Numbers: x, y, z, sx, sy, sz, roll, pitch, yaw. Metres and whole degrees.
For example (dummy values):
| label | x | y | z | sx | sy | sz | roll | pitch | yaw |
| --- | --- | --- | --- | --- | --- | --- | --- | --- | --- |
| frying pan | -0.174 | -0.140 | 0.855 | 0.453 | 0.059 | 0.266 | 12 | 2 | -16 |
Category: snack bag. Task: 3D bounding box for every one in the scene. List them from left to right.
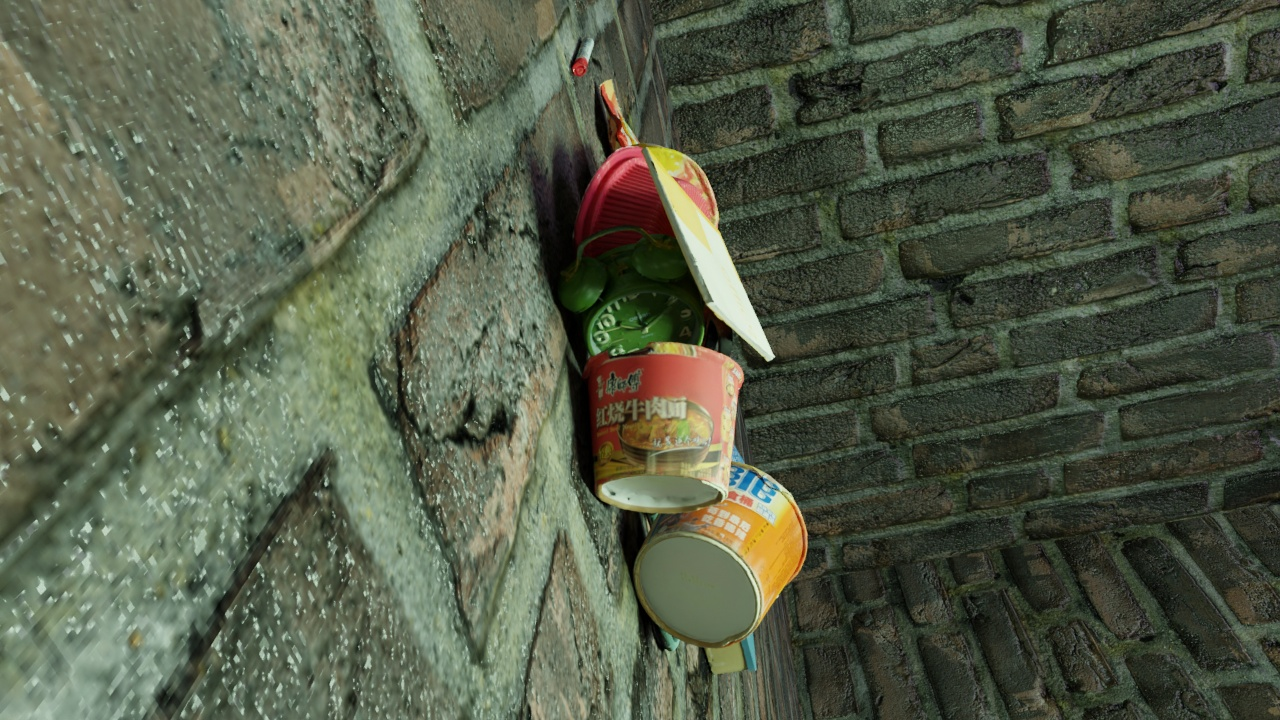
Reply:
| label | x | y | z | sx | sy | sz | roll | pitch | yaw |
| --- | --- | --- | --- | --- | --- | --- | --- | --- | --- |
| snack bag | -0.007 | -0.266 | 1.255 | 0.128 | 0.073 | 0.208 | -99 | 167 | -45 |

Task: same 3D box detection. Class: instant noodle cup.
| label | x | y | z | sx | sy | sz | roll | pitch | yaw |
| --- | --- | --- | --- | --- | --- | --- | --- | --- | --- |
| instant noodle cup | 0.008 | -0.175 | 1.014 | 0.109 | 0.138 | 0.138 | -101 | 176 | -66 |
| instant noodle cup | 0.013 | -0.105 | 0.879 | 0.193 | 0.066 | 0.194 | -26 | 122 | -54 |
| instant noodle cup | 0.019 | 0.062 | 0.763 | 0.138 | 0.138 | 0.108 | 61 | 27 | -63 |
| instant noodle cup | 0.069 | 0.183 | 0.847 | 0.111 | 0.152 | 0.151 | -43 | 123 | -58 |

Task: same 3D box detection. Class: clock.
| label | x | y | z | sx | sy | sz | roll | pitch | yaw |
| --- | --- | --- | --- | --- | --- | --- | --- | --- | --- |
| clock | -0.004 | -0.050 | 0.775 | 0.056 | 0.116 | 0.161 | -100 | 169 | -47 |

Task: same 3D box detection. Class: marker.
| label | x | y | z | sx | sy | sz | roll | pitch | yaw |
| --- | --- | --- | --- | --- | --- | --- | --- | --- | --- |
| marker | -0.069 | -0.375 | 1.125 | 0.145 | 0.017 | 0.017 | -87 | 163 | -59 |

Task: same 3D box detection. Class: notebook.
| label | x | y | z | sx | sy | sz | roll | pitch | yaw |
| --- | --- | --- | --- | --- | --- | --- | --- | --- | --- |
| notebook | 0.062 | -0.084 | 0.793 | 0.206 | 0.010 | 0.145 | 30 | 36 | -66 |

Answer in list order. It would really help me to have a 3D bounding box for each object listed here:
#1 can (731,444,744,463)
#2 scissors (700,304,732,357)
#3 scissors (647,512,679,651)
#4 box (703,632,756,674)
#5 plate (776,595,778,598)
| label | x | y | z | sx | sy | sz | roll | pitch | yaw |
| --- | --- | --- | --- | --- | --- | --- | --- | --- | --- |
| can | 0.050 | 0.106 | 0.927 | 0.083 | 0.102 | 0.057 | 58 | 18 | -29 |
| scissors | 0.049 | 0.000 | 0.904 | 0.209 | 0.015 | 0.182 | -169 | -111 | -72 |
| scissors | 0.024 | 0.219 | 0.948 | 0.169 | 0.019 | 0.174 | -55 | 134 | -80 |
| box | 0.106 | 0.327 | 1.189 | 0.089 | 0.063 | 0.184 | -88 | 162 | -56 |
| plate | 0.102 | 0.193 | 1.132 | 0.229 | 0.028 | 0.229 | 58 | 6 | -10 |
